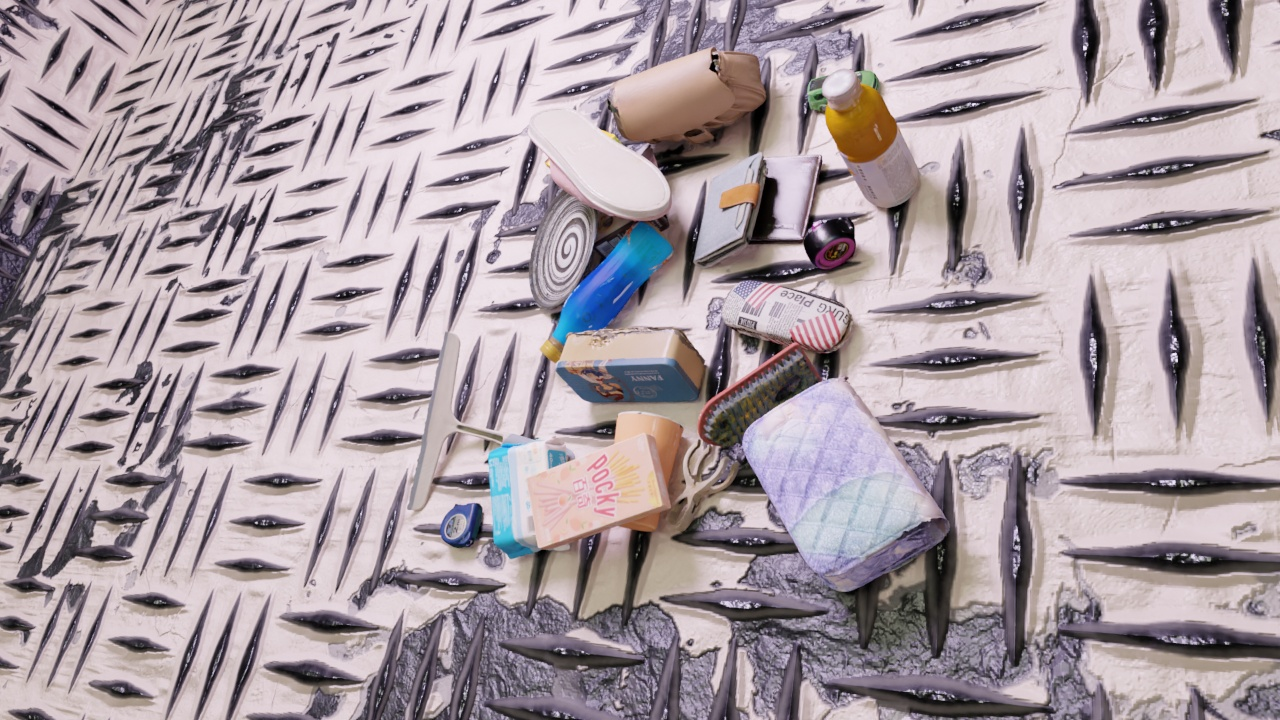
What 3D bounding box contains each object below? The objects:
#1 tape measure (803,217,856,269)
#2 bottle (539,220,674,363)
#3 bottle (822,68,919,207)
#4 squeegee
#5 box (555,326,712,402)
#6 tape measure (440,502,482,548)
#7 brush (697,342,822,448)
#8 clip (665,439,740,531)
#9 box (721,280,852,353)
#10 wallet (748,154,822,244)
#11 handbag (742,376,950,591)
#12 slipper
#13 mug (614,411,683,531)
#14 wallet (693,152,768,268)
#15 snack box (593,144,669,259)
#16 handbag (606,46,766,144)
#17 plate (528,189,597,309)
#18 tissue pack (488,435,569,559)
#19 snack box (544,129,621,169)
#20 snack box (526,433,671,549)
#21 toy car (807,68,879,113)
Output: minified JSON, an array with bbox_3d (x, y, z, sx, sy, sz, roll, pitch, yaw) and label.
[{"bbox_3d":[0.217,-0.136,1.056,0.058,0.057,0.039,-22,55,1],"label":"tape measure"},{"bbox_3d":[-0.049,-0.086,1.197,0.218,0.065,0.065,-47,49,0],"label":"bottle"},{"bbox_3d":[0.250,-0.243,1.009,0.068,0.189,0.067,-17,55,26],"label":"bottle"},{"bbox_3d":[-0.177,0.103,1.191,0.247,0.039,0.246,11,89,30],"label":"squeegee"},{"bbox_3d":[-0.007,0.006,1.101,0.185,0.090,0.059,-2,57,34],"label":"box"},{"bbox_3d":[-0.228,0.211,1.170,0.055,0.025,0.058,-11,55,31],"label":"tape measure"},{"bbox_3d":[0.126,0.044,1.006,0.146,0.063,0.069,-34,15,3],"label":"brush"},{"bbox_3d":[0.059,0.131,1.024,0.103,0.035,0.092,-43,53,16],"label":"clip"},{"bbox_3d":[0.168,-0.049,1.055,0.164,0.057,0.070,21,60,38],"label":"box"},{"bbox_3d":[0.173,-0.201,1.150,0.096,0.020,0.122,3,68,34],"label":"wallet"},{"bbox_3d":[0.197,0.121,0.911,0.134,0.075,0.193,-33,52,8],"label":"handbag"},{"bbox_3d":[-0.059,-0.253,1.212,0.114,0.055,0.274,-27,53,-25],"label":"slipper"},{"bbox_3d":[-0.001,0.127,1.039,0.078,0.078,0.122,0,69,33],"label":"mug"},{"bbox_3d":[0.111,-0.190,1.150,0.107,0.037,0.129,-23,47,56],"label":"wallet"},{"bbox_3d":[-0.016,-0.215,1.258,0.126,0.053,0.113,-27,52,18],"label":"snack box"},{"bbox_3d":[0.061,-0.347,1.229,0.205,0.147,0.100,-11,88,30],"label":"handbag"},{"bbox_3d":[-0.102,-0.155,1.269,0.180,0.024,0.179,-27,56,48],"label":"plate"},{"bbox_3d":[-0.129,0.161,1.096,0.090,0.063,0.140,-14,75,26],"label":"tissue pack"},{"bbox_3d":[-0.082,-0.296,1.333,0.087,0.034,0.140,-44,32,-1],"label":"snack box"},{"bbox_3d":[-0.048,0.144,1.002,0.157,0.026,0.084,-23,65,20],"label":"snack box"},{"bbox_3d":[0.257,-0.345,1.168,0.091,0.036,0.043,-3,61,28],"label":"toy car"}]
